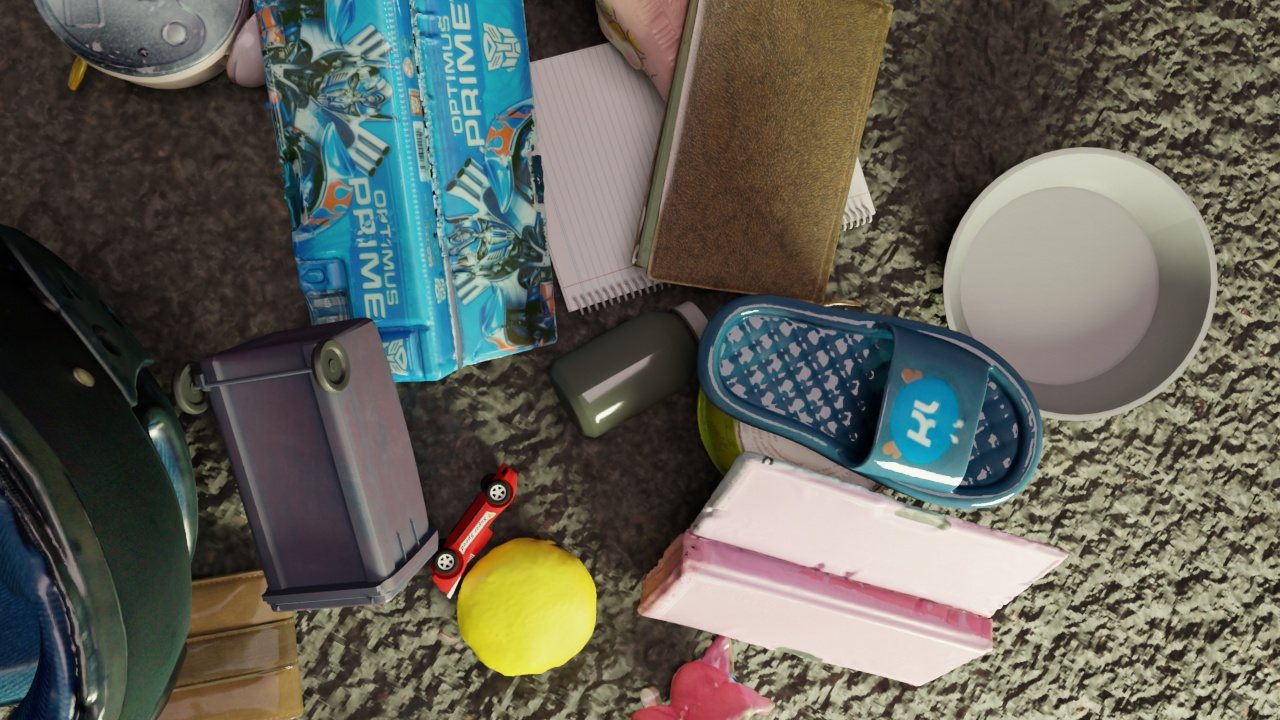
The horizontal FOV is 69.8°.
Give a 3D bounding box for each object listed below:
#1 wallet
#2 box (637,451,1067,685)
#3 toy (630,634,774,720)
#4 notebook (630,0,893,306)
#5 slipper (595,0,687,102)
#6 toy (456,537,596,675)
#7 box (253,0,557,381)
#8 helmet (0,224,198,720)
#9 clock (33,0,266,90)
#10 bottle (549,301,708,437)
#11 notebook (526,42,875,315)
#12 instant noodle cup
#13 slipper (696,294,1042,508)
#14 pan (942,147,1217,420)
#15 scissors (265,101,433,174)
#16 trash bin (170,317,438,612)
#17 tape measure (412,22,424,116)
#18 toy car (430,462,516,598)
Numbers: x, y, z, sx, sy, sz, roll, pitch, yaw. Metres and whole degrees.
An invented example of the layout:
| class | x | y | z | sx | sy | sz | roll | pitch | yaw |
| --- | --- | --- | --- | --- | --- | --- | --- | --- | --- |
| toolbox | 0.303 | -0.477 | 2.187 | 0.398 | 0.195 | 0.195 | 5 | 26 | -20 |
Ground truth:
| class | x | y | z | sx | sy | sz | roll | pitch | yaw |
| --- | --- | --- | --- | --- | --- | --- | --- | --- | --- |
| wallet | -0.279 | 0.187 | 0.576 | 0.121 | 0.027 | 0.098 | -7 | 88 | -12 |
| box | 0.133 | 0.149 | 0.605 | 0.232 | 0.179 | 0.039 | 17 | 46 | -11 |
| toy | 0.038 | 0.245 | 0.638 | 0.102 | 0.050 | 0.065 | -24 | 61 | -30 |
| notebook | 0.101 | -0.145 | 0.627 | 0.190 | 0.034 | 0.215 | 8 | 101 | -25 |
| slipper | 0.008 | -0.249 | 0.620 | 0.093 | 0.081 | 0.197 | -44 | 119 | -11 |
| toy | -0.075 | 0.165 | 0.615 | 0.095 | 0.041 | 0.094 | 24 | 89 | -12 |
| box | -0.137 | -0.111 | 0.570 | 0.170 | 0.071 | 0.244 | -8 | 102 | -15 |
| helmet | -0.342 | 0.072 | 0.450 | 0.316 | 0.236 | 0.249 | 43 | 84 | -1 |
| clock | -0.281 | -0.226 | 0.565 | 0.157 | 0.059 | 0.117 | -7 | 91 | -13 |
| bottle | -0.004 | 0.004 | 0.624 | 0.108 | 0.060 | 0.060 | -29 | 95 | -12 |
| notebook | 0.037 | -0.152 | 0.661 | 0.245 | 0.013 | 0.178 | -19 | 92 | -13 |
| instant noodle cup | 0.115 | 0.035 | 0.619 | 0.146 | 0.098 | 0.146 | 0 | 91 | -2 |
| slipper | 0.138 | 0.018 | 0.541 | 0.214 | 0.059 | 0.104 | 20 | 89 | -1 |
| pan | 0.258 | -0.015 | 0.690 | 0.356 | 0.051 | 0.201 | -31 | 93 | 2 |
| scissors | -0.179 | -0.157 | 0.613 | 0.127 | 0.015 | 0.125 | 38 | 80 | -7 |
| trash bin | -0.187 | 0.064 | 0.542 | 0.094 | 0.092 | 0.161 | -8 | 103 | 14 |
| tape measure | -0.158 | -0.191 | 0.603 | 0.065 | 0.017 | 0.064 | -45 | 99 | -13 |
| toy car | -0.110 | 0.110 | 0.608 | 0.025 | 0.038 | 0.089 | 38 | 81 | -12 |
